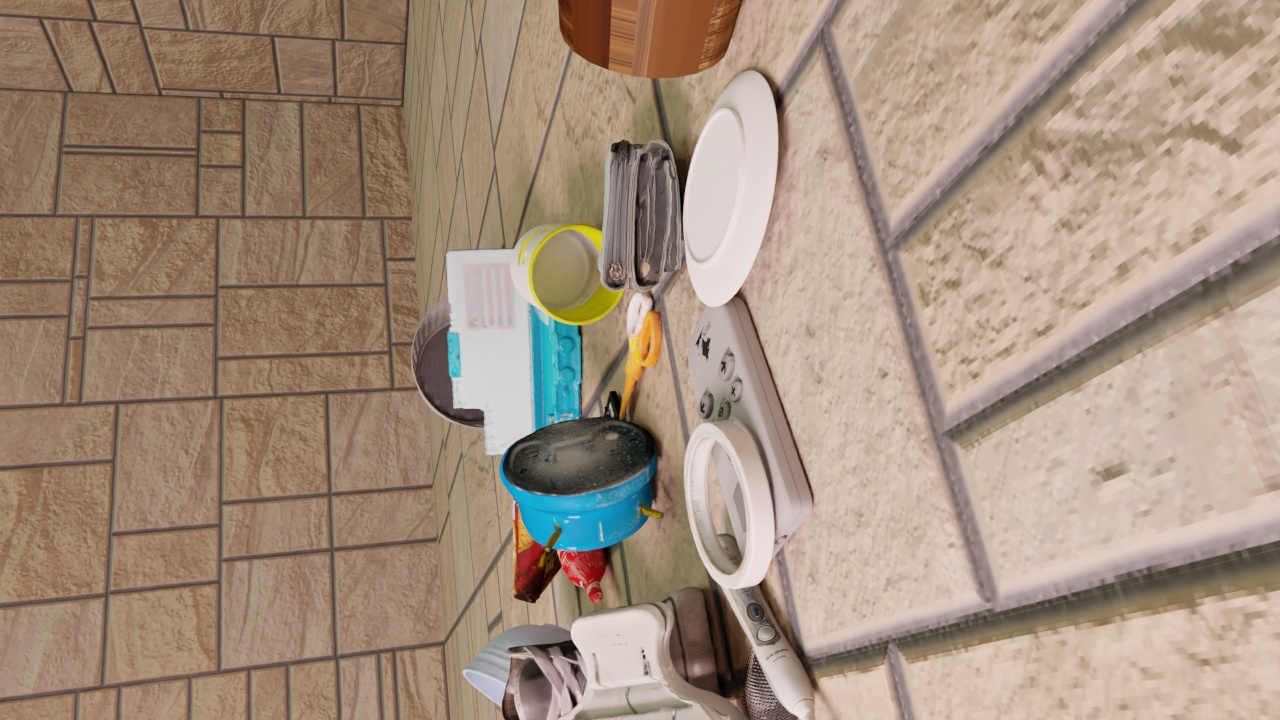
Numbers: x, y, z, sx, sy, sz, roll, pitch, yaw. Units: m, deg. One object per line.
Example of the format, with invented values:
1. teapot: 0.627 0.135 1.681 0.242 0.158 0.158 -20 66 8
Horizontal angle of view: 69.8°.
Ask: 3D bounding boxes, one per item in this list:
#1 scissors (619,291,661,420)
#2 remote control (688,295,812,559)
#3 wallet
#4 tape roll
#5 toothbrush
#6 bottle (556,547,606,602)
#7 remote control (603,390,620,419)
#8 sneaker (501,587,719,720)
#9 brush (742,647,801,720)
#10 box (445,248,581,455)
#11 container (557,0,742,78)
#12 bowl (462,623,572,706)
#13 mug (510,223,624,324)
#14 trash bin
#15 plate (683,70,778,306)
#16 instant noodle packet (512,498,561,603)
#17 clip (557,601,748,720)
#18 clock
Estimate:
1. scissors: -0.006 0.002 0.731 0.129 0.013 0.065 107 155 -43
2. remote control: 0.056 0.035 0.529 0.074 0.019 0.151 111 151 -52
3. wallet: -0.005 -0.099 0.637 0.131 0.054 0.100 -130 45 -78
4. tape roll: 0.047 0.080 0.511 0.093 0.013 0.093 173 90 -71
5. toothbrush: 0.074 0.161 0.489 0.185 0.022 0.024 -117 13 -55
6. bottle: -0.059 0.176 0.871 0.141 0.042 0.042 -120 33 -56
7. remote control: -0.034 0.085 0.833 0.140 0.009 0.030 106 155 -44
8. sneaker: -0.024 0.223 0.645 0.235 0.119 0.095 131 134 -61
9. brush: 0.082 0.207 0.480 0.135 0.015 0.050 -128 38 -61
10. box: -0.120 -0.006 0.967 0.172 0.084 0.227 4 98 35
11. container: 0.012 -0.248 0.475 0.168 0.132 0.132 99 160 -48
12. bowl: -0.079 0.290 0.837 0.074 0.150 0.151 -58 0 -29
13. mug: -0.065 -0.077 0.791 0.106 0.082 0.082 -152 61 -71
14. trash bin: -0.195 0.005 1.097 0.183 0.156 0.156 161 106 -74
15. plate: 0.045 -0.098 0.530 0.135 0.011 0.134 -175 91 -74
16. instant noodle packet: -0.104 0.179 0.971 0.098 0.040 0.135 -51 -33 -68
17. clip: -0.003 0.219 0.530 0.104 0.127 0.152 -39 -67 -68
18. clock: -0.049 0.087 0.719 0.161 0.116 0.060 -131 30 -64
